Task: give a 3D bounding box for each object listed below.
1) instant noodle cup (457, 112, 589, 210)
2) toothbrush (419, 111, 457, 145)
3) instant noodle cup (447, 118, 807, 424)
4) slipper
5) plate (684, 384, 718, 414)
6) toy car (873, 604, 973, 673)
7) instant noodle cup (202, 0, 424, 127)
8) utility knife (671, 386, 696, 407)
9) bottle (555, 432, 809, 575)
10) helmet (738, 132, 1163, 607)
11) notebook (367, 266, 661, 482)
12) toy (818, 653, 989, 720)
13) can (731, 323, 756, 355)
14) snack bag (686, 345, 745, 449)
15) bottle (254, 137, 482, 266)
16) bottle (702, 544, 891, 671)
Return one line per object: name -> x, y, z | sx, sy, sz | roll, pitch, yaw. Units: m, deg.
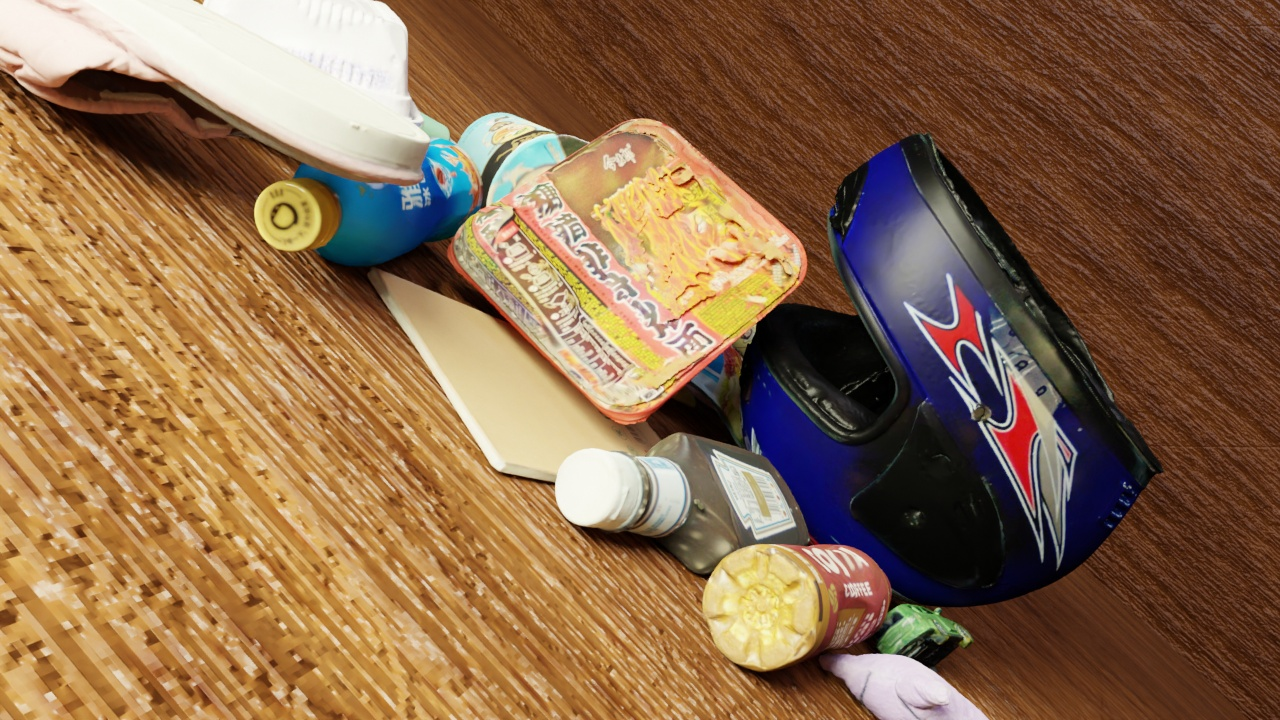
instant noodle cup -> -0.098, -0.149, 0.753 | 0.111, 0.111, 0.120 | 30, 10, -43
toothbrush -> -0.194, -0.202, 0.794 | 0.027, 0.026, 0.224 | 24, 3, 28
instant noodle cup -> -0.006, -0.055, 0.583 | 0.164, 0.188, 0.079 | 45, -27, 12
slipper -> -0.213, -0.128, 0.384 | 0.274, 0.054, 0.114 | 27, 13, 8
plate -> 0.043, -0.021, 0.869 | 0.192, 0.039, 0.192 | 40, 13, -12
toy car -> 0.187, 0.186, 0.611 | 0.091, 0.043, 0.036 | 29, 18, -47
instant noodle cup -> -0.202, -0.198, 0.558 | 0.138, 0.060, 0.173 | 10, 23, -25
utility knife -> -0.004, 0.004, 0.692 | 0.031, 0.021, 0.198 | 50, 7, 34
bottle -> 0.027, 0.076, 0.491 | 0.194, 0.044, 0.079 | 20, 38, -55
helmet -> 0.188, 0.029, 0.657 | 0.315, 0.241, 0.246 | 51, 24, -12
notebook -> -0.049, 0.023, 0.528 | 0.148, 0.008, 0.207 | 50, 15, 32
toy -> 0.158, 0.191, 0.491 | 0.108, 0.038, 0.084 | 43, -24, -21
can -> 0.067, -0.047, 0.801 | 0.116, 0.058, 0.058 | 37, 14, -22
snack bag -> 0.053, 0.000, 0.731 | 0.191, 0.039, 0.110 | 49, 36, -30
bottle -> -0.138, -0.085, 0.487 | 0.065, 0.065, 0.218 | 41, 13, -7
bottle -> 0.094, 0.128, 0.493 | 0.057, 0.057, 0.174 | 49, 15, 27
